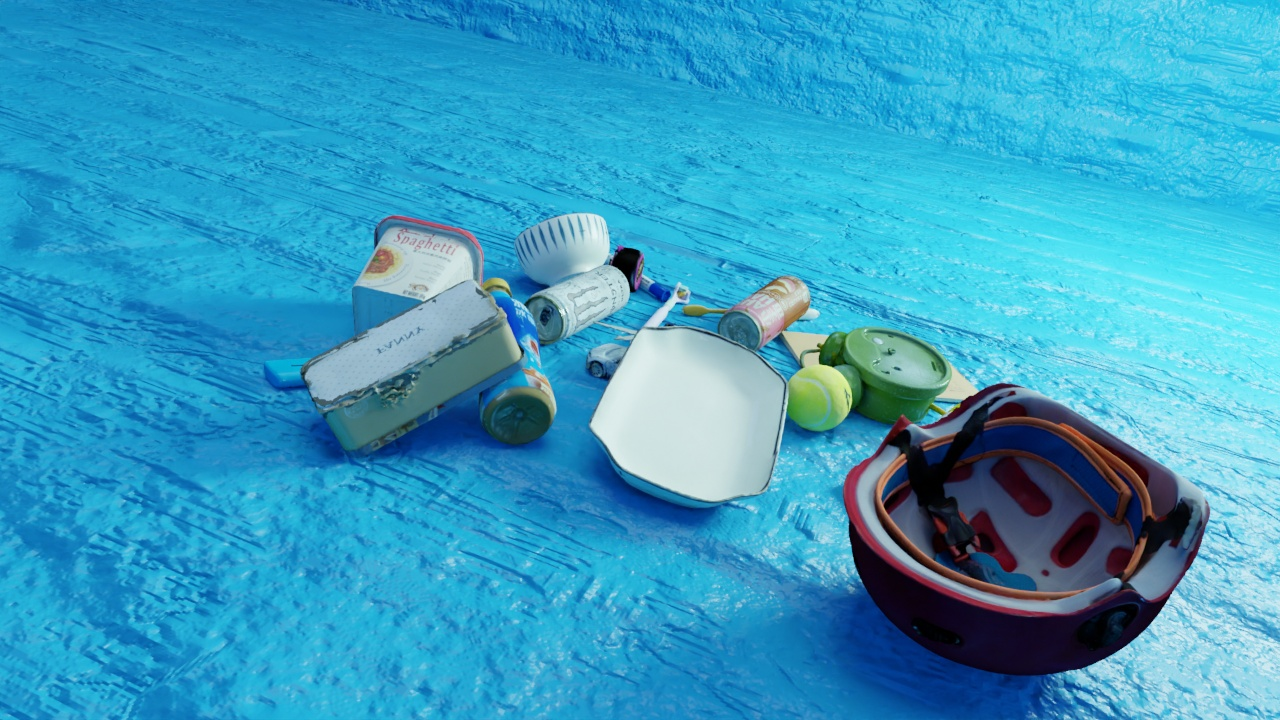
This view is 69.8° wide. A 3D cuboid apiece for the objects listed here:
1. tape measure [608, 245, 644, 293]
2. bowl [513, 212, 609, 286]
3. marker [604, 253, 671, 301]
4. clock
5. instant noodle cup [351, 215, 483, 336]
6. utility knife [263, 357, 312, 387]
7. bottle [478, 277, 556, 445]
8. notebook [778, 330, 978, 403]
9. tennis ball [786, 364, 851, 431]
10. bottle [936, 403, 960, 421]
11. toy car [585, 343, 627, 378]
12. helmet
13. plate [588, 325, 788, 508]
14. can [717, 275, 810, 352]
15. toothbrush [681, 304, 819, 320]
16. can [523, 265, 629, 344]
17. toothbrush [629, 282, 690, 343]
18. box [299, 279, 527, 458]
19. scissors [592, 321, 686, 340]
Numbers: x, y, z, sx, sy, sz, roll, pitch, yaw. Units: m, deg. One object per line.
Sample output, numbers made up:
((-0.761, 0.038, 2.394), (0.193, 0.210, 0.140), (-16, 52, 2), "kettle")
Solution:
((-0.019, -0.115, 1.158), (0.039, 0.057, 0.058), (13, 2, 7), "tape measure")
((-0.090, -0.125, 1.116), (0.116, 0.117, 0.066), (-8, 75, -34), "bowl")
((-0.010, -0.112, 1.205), (0.016, 0.017, 0.146), (-10, 32, -37), "marker")
((0.249, 0.014, 0.978), (0.161, 0.056, 0.116), (11, 32, -2), "clock")
((-0.229, -0.069, 0.929), (0.116, 0.117, 0.124), (12, 37, 3), "instant noodle cup")
((-0.248, 0.004, 0.853), (0.187, 0.018, 0.034), (-6, 31, -26), "utility knife")
((-0.126, -0.011, 0.858), (0.065, 0.065, 0.218), (2, 33, -17), "bottle")
((0.281, 0.007, 1.078), (0.207, 0.008, 0.147), (5, 26, -12), "notebook")
((0.175, 0.037, 0.904), (0.065, 0.066, 0.065), (9, 25, -4), "tennis ball")
((0.303, 0.080, 0.868), (0.063, 0.063, 0.108), (26, 29, 30), "bottle")
((-0.006, 0.006, 0.941), (0.106, 0.031, 0.048), (16, 25, 14), "toy car")
((0.250, 0.136, 0.642), (0.239, 0.144, 0.207), (-18, 35, -23), "helmet")
((0.047, 0.050, 0.834), (0.162, 0.034, 0.265), (20, 32, 3), "plate")
((0.149, -0.055, 1.088), (0.058, 0.058, 0.146), (23, 32, 25), "can")
((0.141, -0.062, 1.160), (0.191, 0.016, 0.018), (0, 18, -19), "toothbrush")
((-0.071, -0.064, 1.029), (0.058, 0.058, 0.146), (21, 27, 22), "can")
((0.024, -0.052, 1.090), (0.021, 0.029, 0.188), (-23, 13, 28), "toothbrush")
((-0.182, 0.001, 0.764), (0.184, 0.061, 0.090), (-27, 39, -14), "box")
((0.027, -0.026, 1.007), (0.163, 0.012, 0.160), (20, 16, -5), "scissors")
